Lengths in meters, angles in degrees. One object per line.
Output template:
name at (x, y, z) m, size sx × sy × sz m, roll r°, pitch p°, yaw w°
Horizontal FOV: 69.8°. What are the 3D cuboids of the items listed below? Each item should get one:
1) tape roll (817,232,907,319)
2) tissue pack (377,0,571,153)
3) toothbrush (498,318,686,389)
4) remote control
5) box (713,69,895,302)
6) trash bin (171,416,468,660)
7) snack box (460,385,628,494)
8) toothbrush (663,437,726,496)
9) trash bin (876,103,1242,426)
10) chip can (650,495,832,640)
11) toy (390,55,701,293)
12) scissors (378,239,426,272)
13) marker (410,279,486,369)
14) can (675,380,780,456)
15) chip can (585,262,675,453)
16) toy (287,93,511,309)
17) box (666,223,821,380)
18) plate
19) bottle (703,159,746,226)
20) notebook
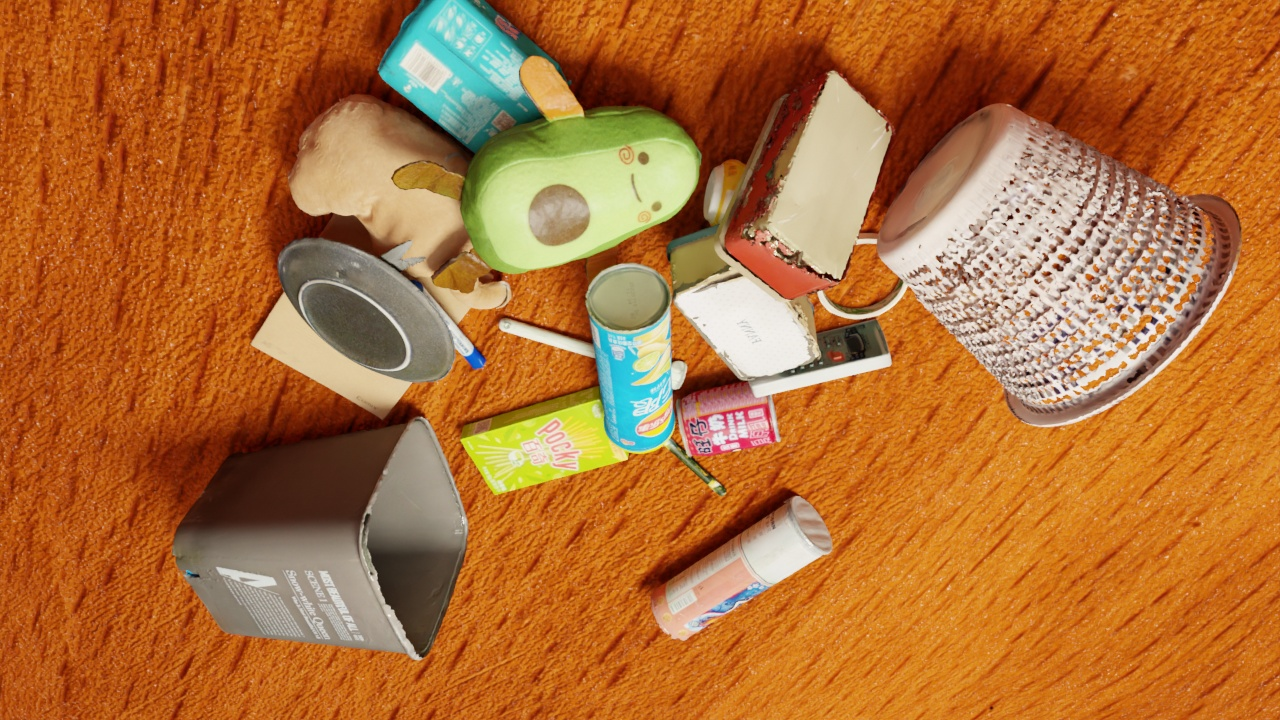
tape roll at (0.205, -0.078, 0.850) m, size 0.086 × 0.013 × 0.086 m, roll 1°, pitch 125°, yaw 1°
tissue pack at (-0.130, -0.227, 0.728) m, size 0.133 × 0.050 × 0.093 m, roll 38°, pitch 115°, yaw -23°
toothbrush at (-0.047, -0.010, 0.899) m, size 0.189 × 0.020 × 0.029 m, roll 16°, pitch 99°, yaw -9°
remote control at (0.167, -0.002, 0.877) m, size 0.135 × 0.056 × 0.019 m, roll -14°, pitch 129°, yaw 11°
box at (0.133, -0.138, 0.707) m, size 0.091 × 0.168 × 0.080 m, roll 34°, pitch 154°, yaw -21°
trash bin at (-0.320, 0.184, 0.939) m, size 0.220 × 0.198 × 0.199 m, roll -4°, pitch 125°, yaw 10°
snack box at (-0.099, 0.085, 0.960) m, size 0.156 × 0.026 × 0.086 m, roll -16°, pitch 124°, yaw 11°
toothbrush at (0.034, 0.086, 0.968) m, size 0.017 × 0.012 × 0.186 m, roll -40°, pitch 116°, yaw 12°
trash bin at (0.309, -0.090, 0.736) m, size 0.192 × 0.226 × 0.228 m, roll 34°, pitch 119°, yaw -7°
chip can at (0.110, 0.238, 1.038) m, size 0.215 × 0.071 × 0.071 m, roll -39°, pitch 116°, yaw 24°
toy at (-0.062, -0.132, 0.727) m, size 0.246 × 0.090 × 0.227 m, roll -20°, pitch 135°, yaw -5°
scissors at (-0.228, -0.070, 0.797) m, size 0.172 × 0.014 × 0.147 m, roll 17°, pitch 146°, yaw 21°
marker at (-0.179, -0.031, 0.848) m, size 0.017 × 0.016 × 0.146 m, roll -13°, pitch 150°, yaw 9°
can at (0.087, 0.058, 0.914) m, size 0.094 × 0.066 × 0.066 m, roll -12°, pitch 124°, yaw 9°
chip can at (-0.005, 0.005, 0.821) m, size 0.071 × 0.071 × 0.211 m, roll -2°, pitch 147°, yaw 2°
toy at (-0.185, -0.125, 0.782) m, size 0.144 × 0.082 × 0.226 m, roll -33°, pitch 118°, yaw 33°
box at (0.091, -0.052, 0.801) m, size 0.090 × 0.061 × 0.184 m, roll -16°, pitch 145°, yaw 20°
plate at (-0.249, -0.035, 0.819) m, size 0.179 × 0.024 × 0.180 m, roll 19°, pitch 143°, yaw 14°
bottle at (0.110, -0.133, 0.783) m, size 0.108 × 0.063 × 0.063 m, roll 10°, pitch 124°, yaw -6°
notebook at (-0.260, -0.047, 0.879) m, size 0.149 × 0.012 × 0.212 m, roll 33°, pitch 118°, yaw -20°
